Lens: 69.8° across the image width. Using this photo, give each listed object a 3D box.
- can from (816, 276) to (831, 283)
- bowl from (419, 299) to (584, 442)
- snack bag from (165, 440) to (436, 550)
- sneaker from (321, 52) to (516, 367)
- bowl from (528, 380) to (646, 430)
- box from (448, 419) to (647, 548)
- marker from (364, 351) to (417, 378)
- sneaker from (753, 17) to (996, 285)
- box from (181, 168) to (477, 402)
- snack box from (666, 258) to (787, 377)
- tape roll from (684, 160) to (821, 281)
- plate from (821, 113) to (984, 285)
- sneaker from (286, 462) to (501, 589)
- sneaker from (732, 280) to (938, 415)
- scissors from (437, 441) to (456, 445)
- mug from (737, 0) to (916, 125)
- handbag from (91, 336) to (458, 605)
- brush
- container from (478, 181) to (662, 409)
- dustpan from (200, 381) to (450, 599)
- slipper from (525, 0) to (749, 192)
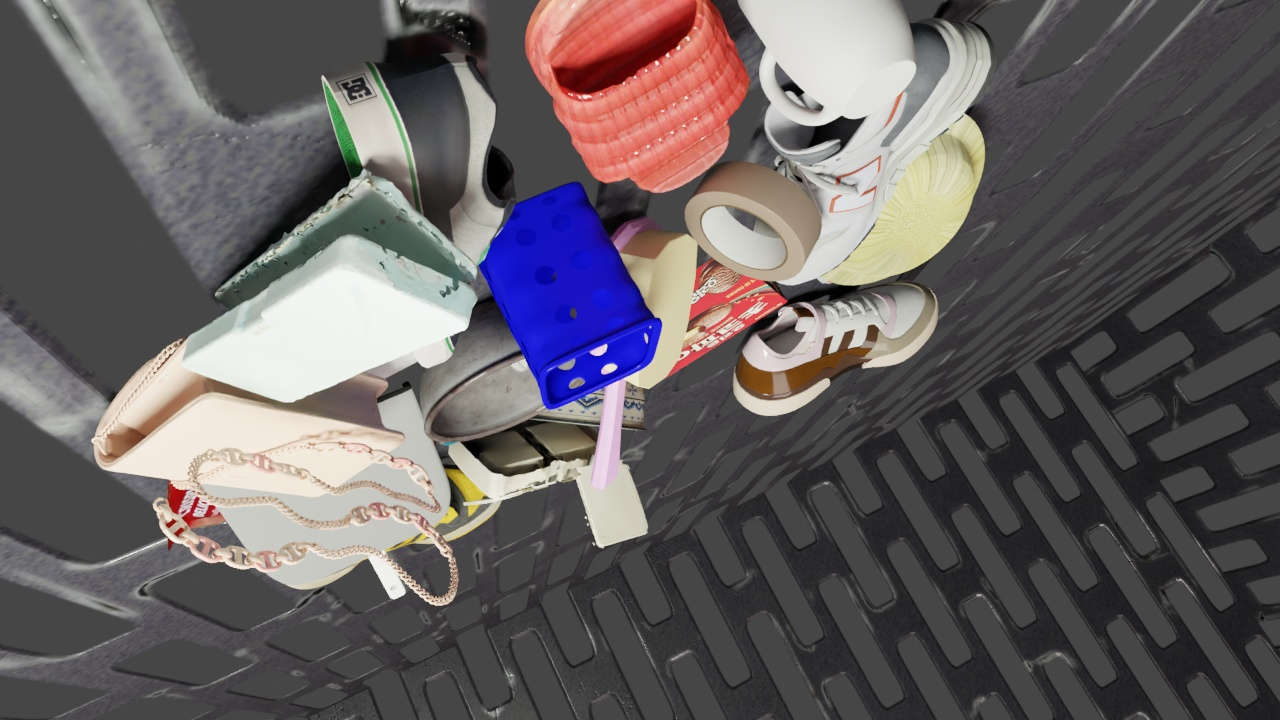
[{"bbox_3d":[0.204,-0.120,0.882,0.097,0.054,0.054,-34,162,20],"label":"can"},{"bbox_3d":[-0.112,0.000,0.716,0.145,0.067,0.145,-25,163,-8],"label":"bowl"},{"bbox_3d":[-0.273,0.091,0.748,0.207,0.066,0.139,-11,149,-41],"label":"snack bag"},{"bbox_3d":[-0.106,-0.070,0.499,0.079,0.084,0.236,-23,159,-17],"label":"sneaker"},{"bbox_3d":[-0.049,0.032,0.874,0.115,0.059,0.115,6,175,0],"label":"bowl"},{"bbox_3d":[-0.091,0.125,0.905,0.143,0.182,0.081,-10,123,-37],"label":"box"},{"bbox_3d":[-0.215,0.014,0.671,0.126,0.025,0.025,-28,163,-1],"label":"marker"},{"bbox_3d":[0.130,-0.148,0.654,0.124,0.088,0.240,-5,143,-44],"label":"sneaker"},{"bbox_3d":[-0.158,-0.021,0.454,0.199,0.086,0.072,-18,-157,46],"label":"box"},{"bbox_3d":[0.057,-0.044,0.906,0.152,0.036,0.132,-33,163,15],"label":"snack box"},{"bbox_3d":[0.080,-0.098,0.654,0.030,0.094,0.094,-59,174,-22],"label":"tape roll"},{"bbox_3d":[0.236,-0.130,0.810,0.184,0.036,0.185,-17,138,-16],"label":"plate"},{"bbox_3d":[-0.241,0.142,0.899,0.238,0.086,0.122,-21,161,-27],"label":"sneaker"},{"bbox_3d":[0.240,-0.047,1.109,0.293,0.111,0.117,-23,142,-15],"label":"sneaker"},{"bbox_3d":[-0.159,0.057,0.821,0.019,0.134,0.130,15,140,3],"label":"scissors"},{"bbox_3d":[0.100,-0.171,0.507,0.071,0.089,0.107,-20,162,-24],"label":"mug"},{"bbox_3d":[-0.236,0.087,0.560,0.117,0.187,0.198,-36,150,20],"label":"handbag"},{"bbox_3d":[-0.004,0.004,0.717,0.089,0.043,0.229,-32,136,-56],"label":"brush"},{"bbox_3d":[-0.051,-0.043,0.607,0.084,0.113,0.085,-24,163,-13],"label":"container"},{"bbox_3d":[-0.238,0.135,0.772,0.163,0.033,0.258,-24,135,-15],"label":"dustpan"},{"bbox_3d":[0.011,-0.141,0.513,0.103,0.059,0.249,-30,165,5],"label":"slipper"}]
